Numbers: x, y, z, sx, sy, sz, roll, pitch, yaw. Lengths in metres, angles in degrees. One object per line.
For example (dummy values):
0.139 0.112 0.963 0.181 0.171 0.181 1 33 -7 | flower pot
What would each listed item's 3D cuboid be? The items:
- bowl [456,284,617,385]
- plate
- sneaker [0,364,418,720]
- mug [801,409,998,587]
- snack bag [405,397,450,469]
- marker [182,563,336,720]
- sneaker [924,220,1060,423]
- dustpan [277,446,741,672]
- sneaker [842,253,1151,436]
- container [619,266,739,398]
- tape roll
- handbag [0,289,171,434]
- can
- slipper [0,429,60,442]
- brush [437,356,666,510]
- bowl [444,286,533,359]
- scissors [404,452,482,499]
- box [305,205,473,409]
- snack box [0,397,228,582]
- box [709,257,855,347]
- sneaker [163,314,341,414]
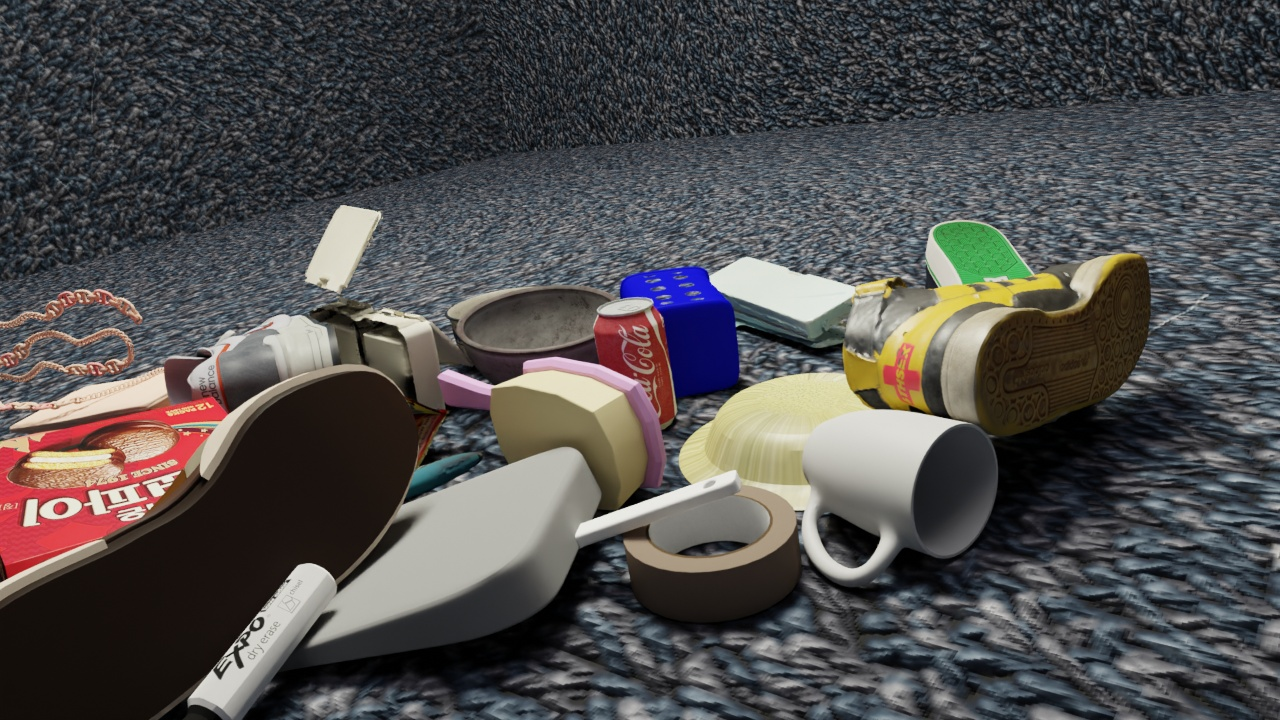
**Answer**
-0.085 -0.010 0.814 0.145 0.067 0.144 -4 26 2 | bowl
0.116 0.041 0.629 0.184 0.036 0.184 -8 18 3 | plate
-0.251 0.108 0.509 0.117 0.112 0.292 -10 27 42 | sneaker
0.125 0.074 0.501 0.107 0.071 0.089 -48 30 -19 | mug
-0.265 0.059 0.726 0.208 0.067 0.138 -1 15 30 | snack bag
-0.190 0.150 0.439 0.025 0.025 0.125 -1 33 22 | marker
0.268 -0.018 0.700 0.084 0.079 0.234 -1 36 4 | sneaker
-0.068 0.098 0.513 0.258 0.033 0.162 -22 14 18 | dustpan
0.224 -0.017 0.584 0.237 0.086 0.122 -16 16 -39 | sneaker
0.033 -0.026 0.796 0.085 0.084 0.113 -9 20 -5 | container
0.039 0.102 0.497 0.094 0.030 0.093 -8 18 3 | tape roll
-0.460 -0.004 0.802 0.199 0.187 0.116 -9 25 16 | handbag
-0.004 0.004 0.702 0.054 0.097 0.054 -8 19 3 | can
-0.366 0.109 0.629 0.249 0.059 0.103 15 26 19 | slipper
-0.081 0.041 0.641 0.229 0.089 0.043 10 31 42 | brush
-0.134 -0.031 0.928 0.115 0.059 0.115 -8 18 3 | bowl
-0.171 0.090 0.628 0.135 0.019 0.130 -22 0 7 | scissors
-0.222 -0.041 0.806 0.144 0.182 0.080 14 28 36 | box
-0.325 0.083 0.582 0.151 0.036 0.133 -15 33 -40 | snack box
0.132 -0.056 0.887 0.085 0.072 0.199 3 12 -29 | box
-0.331 0.009 0.772 0.124 0.089 0.240 -12 5 -30 | sneaker
